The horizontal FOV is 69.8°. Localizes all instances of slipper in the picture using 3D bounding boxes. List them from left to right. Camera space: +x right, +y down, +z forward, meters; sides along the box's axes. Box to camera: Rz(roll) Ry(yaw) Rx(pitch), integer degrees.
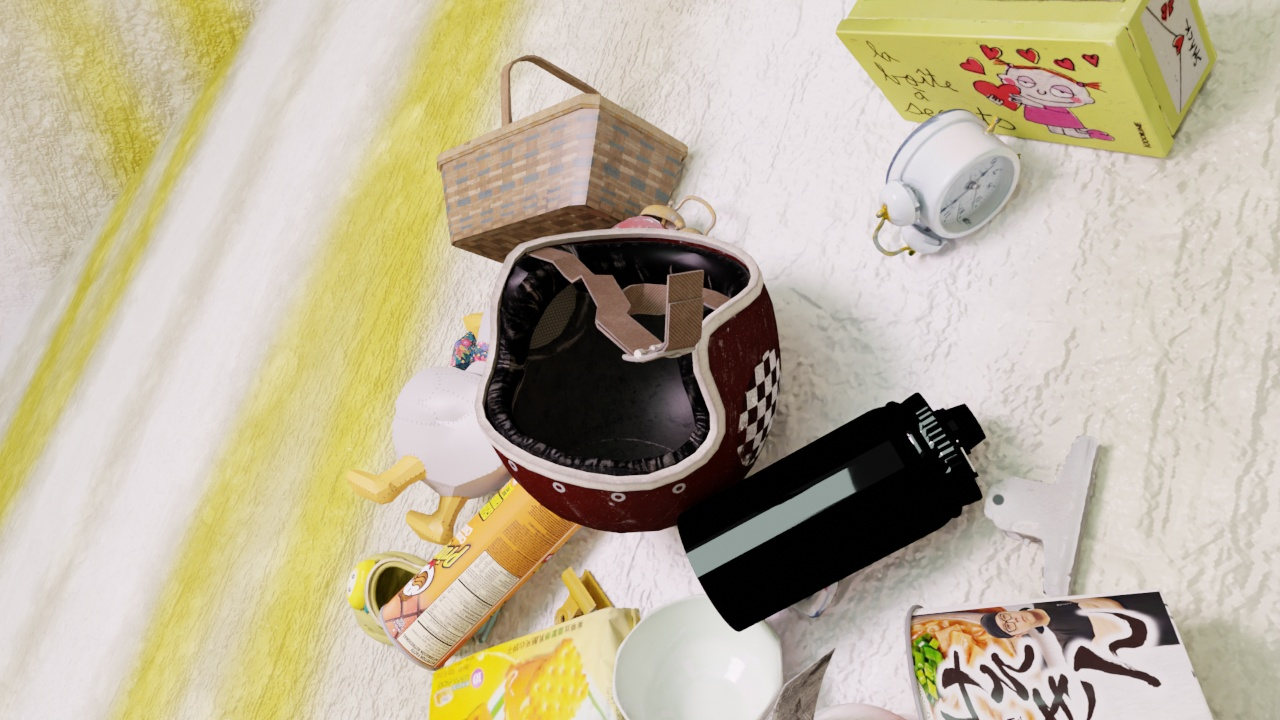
[{"bbox_3d":[-0.237,0.235,0.898,0.191,0.081,0.091,1,71,42],"label":"slipper"}]

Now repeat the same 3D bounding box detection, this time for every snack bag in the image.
[{"bbox_3d":[-0.079,0.299,0.715,0.248,0.068,0.159,-28,52,31],"label":"snack bag"}]

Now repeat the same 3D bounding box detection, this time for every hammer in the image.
[{"bbox_3d":[0.161,0.299,0.429,0.300,0.037,0.218,39,141,38],"label":"hammer"}]

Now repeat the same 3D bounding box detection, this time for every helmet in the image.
[{"bbox_3d":[-0.004,0.004,0.672,0.234,0.233,0.254,20,121,33],"label":"helmet"}]

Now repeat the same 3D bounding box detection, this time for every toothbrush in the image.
[{"bbox_3d":[-0.119,0.178,0.863,0.016,0.016,0.180,10,76,47],"label":"toothbrush"}]

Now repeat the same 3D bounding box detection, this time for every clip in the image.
[{"bbox_3d":[-0.055,0.206,0.775,0.049,0.044,0.054,-35,43,-10],"label":"clip"},{"bbox_3d":[0.237,0.090,0.551,0.056,0.046,0.101,9,72,33],"label":"clip"}]

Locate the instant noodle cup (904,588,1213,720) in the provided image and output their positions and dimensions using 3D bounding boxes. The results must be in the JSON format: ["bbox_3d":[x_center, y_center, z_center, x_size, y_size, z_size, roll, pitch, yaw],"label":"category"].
[{"bbox_3d":[0.218,0.174,0.470,0.122,0.123,0.123,-21,53,23],"label":"instant noodle cup"}]

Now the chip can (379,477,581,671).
[{"bbox_3d":[-0.125,0.168,0.803,0.215,0.075,0.075,-45,42,1],"label":"chip can"}]

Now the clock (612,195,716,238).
[{"bbox_3d":[0.007,-0.085,0.841,0.159,0.081,0.117,-51,42,10],"label":"clock"}]

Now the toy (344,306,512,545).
[{"bbox_3d":[-0.154,0.043,0.889,0.247,0.141,0.267,6,57,54],"label":"toy"}]

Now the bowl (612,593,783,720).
[{"bbox_3d":[0.043,0.226,0.628,0.117,0.061,0.117,-10,38,8],"label":"bowl"}]

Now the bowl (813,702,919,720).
[{"bbox_3d":[0.143,0.243,0.519,0.062,0.118,0.118,-24,31,-29],"label":"bowl"}]

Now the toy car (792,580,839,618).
[{"bbox_3d":[0.102,0.148,0.656,0.090,0.027,0.038,26,89,49],"label":"toy car"}]

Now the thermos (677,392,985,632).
[{"bbox_3d":[0.131,0.092,0.595,0.199,0.086,0.086,-30,47,10],"label":"thermos"}]

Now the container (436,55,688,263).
[{"bbox_3d":[-0.086,-0.212,0.953,0.251,0.157,0.186,-8,73,42],"label":"container"}]

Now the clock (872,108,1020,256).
[{"bbox_3d":[0.214,-0.123,0.662,0.118,0.083,0.057,-45,50,15],"label":"clock"}]

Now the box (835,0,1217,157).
[{"bbox_3d":[0.260,-0.219,0.643,0.221,0.124,0.082,25,83,47],"label":"box"}]
